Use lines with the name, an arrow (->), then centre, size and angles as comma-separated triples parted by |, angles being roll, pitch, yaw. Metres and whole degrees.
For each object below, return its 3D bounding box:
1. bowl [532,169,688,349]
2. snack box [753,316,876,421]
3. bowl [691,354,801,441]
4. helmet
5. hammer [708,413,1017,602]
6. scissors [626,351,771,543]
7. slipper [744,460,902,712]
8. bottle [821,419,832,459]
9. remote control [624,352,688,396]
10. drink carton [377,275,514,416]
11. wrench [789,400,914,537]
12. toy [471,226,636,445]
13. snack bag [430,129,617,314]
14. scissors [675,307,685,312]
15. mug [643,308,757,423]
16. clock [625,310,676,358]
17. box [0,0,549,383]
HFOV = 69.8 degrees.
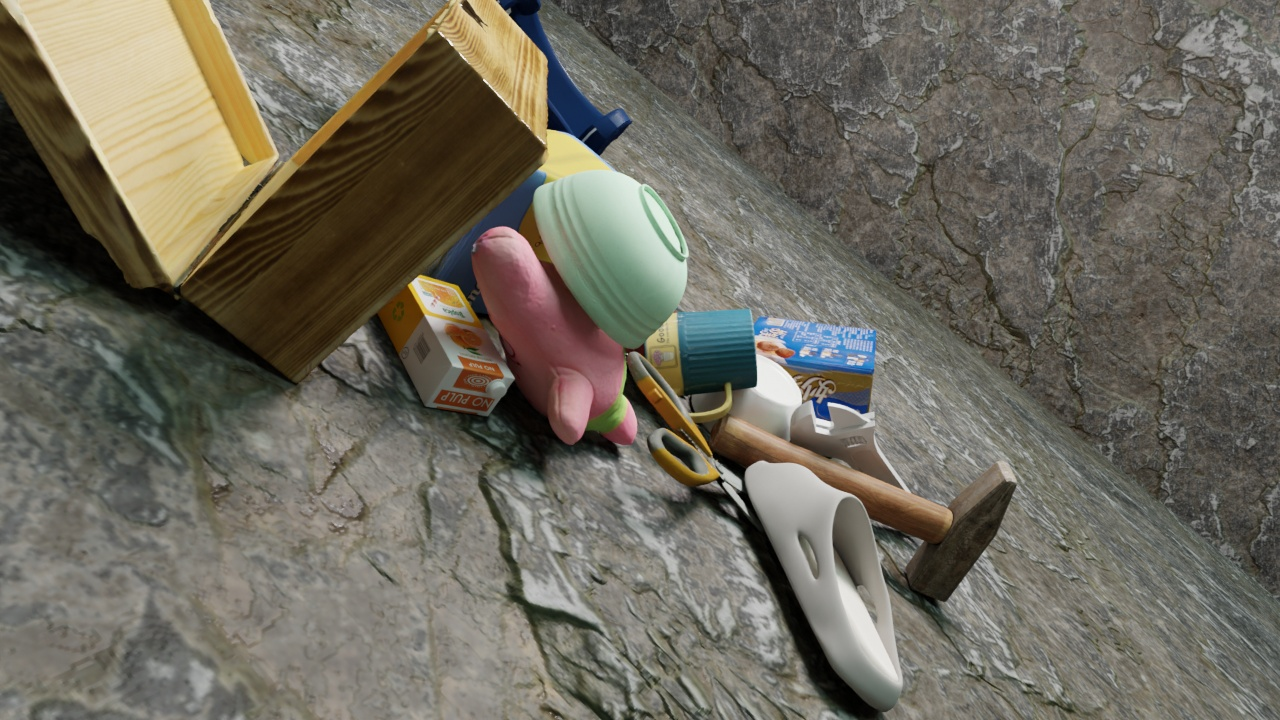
bowl -> -0.012, -0.091, 0.725 | 0.151, 0.077, 0.150 | 52, 19, -26
snack box -> 0.204, 0.006, 1.115 | 0.155, 0.069, 0.202 | 8, 16, 12
bowl -> 0.118, 0.042, 0.972 | 0.116, 0.066, 0.116 | 24, 31, -16
helmet -> -0.153, -0.288, 1.011 | 0.232, 0.223, 0.272 | 53, -9, 1
hammer -> 0.210, 0.122, 0.915 | 0.301, 0.158, 0.037 | 23, 26, -5
scissors -> 0.051, 0.078, 0.814 | 0.225, 0.016, 0.216 | 35, 21, -52
slipper -> 0.171, 0.166, 0.779 | 0.113, 0.081, 0.265 | 39, 18, -27
bottle -> 0.223, 0.068, 1.135 | 0.055, 0.055, 0.173 | 37, 19, -1
remote control -> -0.006, 0.006, 0.950 | 0.140, 0.009, 0.030 | 23, 25, -34
drink carton -> -0.150, -0.012, 0.702 | 0.058, 0.040, 0.122 | 14, 31, -47
wrench -> 0.243, 0.124, 0.982 | 0.273, 0.087, 0.018 | 48, 37, -39
toy -> -0.071, -0.022, 0.724 | 0.237, 0.097, 0.192 | 56, 8, -53
snack bag -> -0.112, -0.120, 0.828 | 0.102, 0.159, 0.204 | 41, 22, 6
scissors -> 0.054, -0.050, 1.156 | 0.124, 0.019, 0.153 | 40, 18, 1
mug -> 0.060, 0.006, 0.897 | 0.083, 0.107, 0.113 | 81, 6, -63
clock -> -0.005, -0.045, 1.002 | 0.137, 0.048, 0.096 | 35, 20, -11
box -> -0.269, -0.195, 0.619 | 0.323, 0.284, 0.278 | 42, 17, -25
